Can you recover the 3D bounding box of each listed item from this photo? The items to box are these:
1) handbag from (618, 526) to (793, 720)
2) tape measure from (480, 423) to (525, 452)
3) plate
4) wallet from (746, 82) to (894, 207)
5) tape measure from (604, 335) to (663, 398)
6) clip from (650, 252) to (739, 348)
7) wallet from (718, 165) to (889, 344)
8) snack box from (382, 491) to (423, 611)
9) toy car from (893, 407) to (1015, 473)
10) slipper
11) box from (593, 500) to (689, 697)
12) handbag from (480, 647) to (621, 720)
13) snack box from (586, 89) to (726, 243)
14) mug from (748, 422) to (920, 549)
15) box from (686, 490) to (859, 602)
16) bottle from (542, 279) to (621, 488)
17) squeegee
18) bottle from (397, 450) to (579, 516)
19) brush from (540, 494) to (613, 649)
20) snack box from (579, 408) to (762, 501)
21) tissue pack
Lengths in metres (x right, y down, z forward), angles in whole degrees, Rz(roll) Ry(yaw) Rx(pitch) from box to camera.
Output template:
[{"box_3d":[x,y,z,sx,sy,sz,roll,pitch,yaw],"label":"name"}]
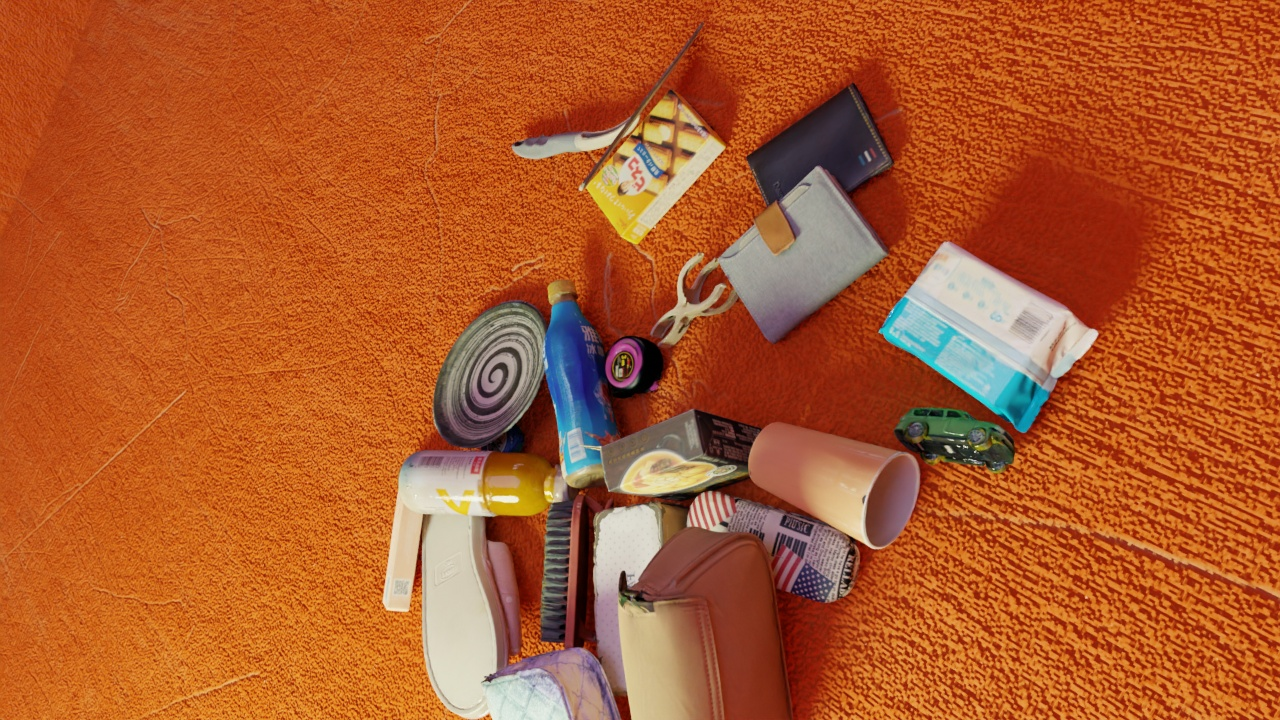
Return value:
[{"box_3d":[0.046,0.238,0.722,0.100,0.147,0.204,-5,93,44],"label":"handbag"},{"box_3d":[-0.151,0.090,1.006,0.058,0.025,0.054,42,105,47],"label":"tape measure"},{"box_3d":[-0.162,0.016,1.021,0.180,0.024,0.179,-21,55,32],"label":"plate"},{"box_3d":[0.162,-0.183,0.841,0.123,0.020,0.096,-32,61,30],"label":"wallet"},{"box_3d":[-0.005,0.005,0.908,0.058,0.039,0.057,-31,61,33],"label":"tape measure"},{"box_3d":[0.047,-0.065,0.890,0.103,0.035,0.092,-26,67,39],"label":"clip"},{"box_3d":[0.138,-0.095,0.816,0.130,0.037,0.106,-41,67,25],"label":"wallet"},{"box_3d":[-0.267,0.200,1.041,0.085,0.026,0.157,156,122,-69],"label":"snack box"},{"box_3d":[0.240,0.059,0.699,0.091,0.043,0.036,9,61,47],"label":"toy car"},{"box_3d":[-0.178,0.243,0.968,0.114,0.054,0.274,-38,46,20],"label":"slipper"},{"box_3d":[0.007,0.222,0.830,0.090,0.059,0.184,-13,73,36],"label":"box"},{"box_3d":[-0.062,0.356,0.807,0.135,0.075,0.194,-28,77,43],"label":"handbag"},{"box_3d":[0.014,-0.200,0.951,0.141,0.033,0.087,-47,54,21],"label":"snack box"},{"box_3d":[0.152,0.094,0.744,0.123,0.078,0.078,19,90,45],"label":"mug"},{"box_3d":[0.111,0.156,0.781,0.164,0.057,0.071,15,111,40],"label":"box"},{"box_3d":[-0.064,0.018,0.933,0.065,0.065,0.218,-27,62,30],"label":"bottle"},{"box_3d":[-0.063,-0.247,1.008,0.247,0.039,0.245,-1,50,49],"label":"squeegee"},{"box_3d":[-0.157,0.128,0.954,0.190,0.068,0.068,-1,77,17],"label":"bottle"},{"box_3d":[-0.056,0.203,0.887,0.069,0.063,0.145,0,74,6],"label":"brush"},{"box_3d":[0.032,0.086,0.810,0.126,0.113,0.053,-26,64,31],"label":"snack box"},{"box_3d":[0.258,-0.021,0.694,0.140,0.063,0.090,41,102,36],"label":"tissue pack"}]
